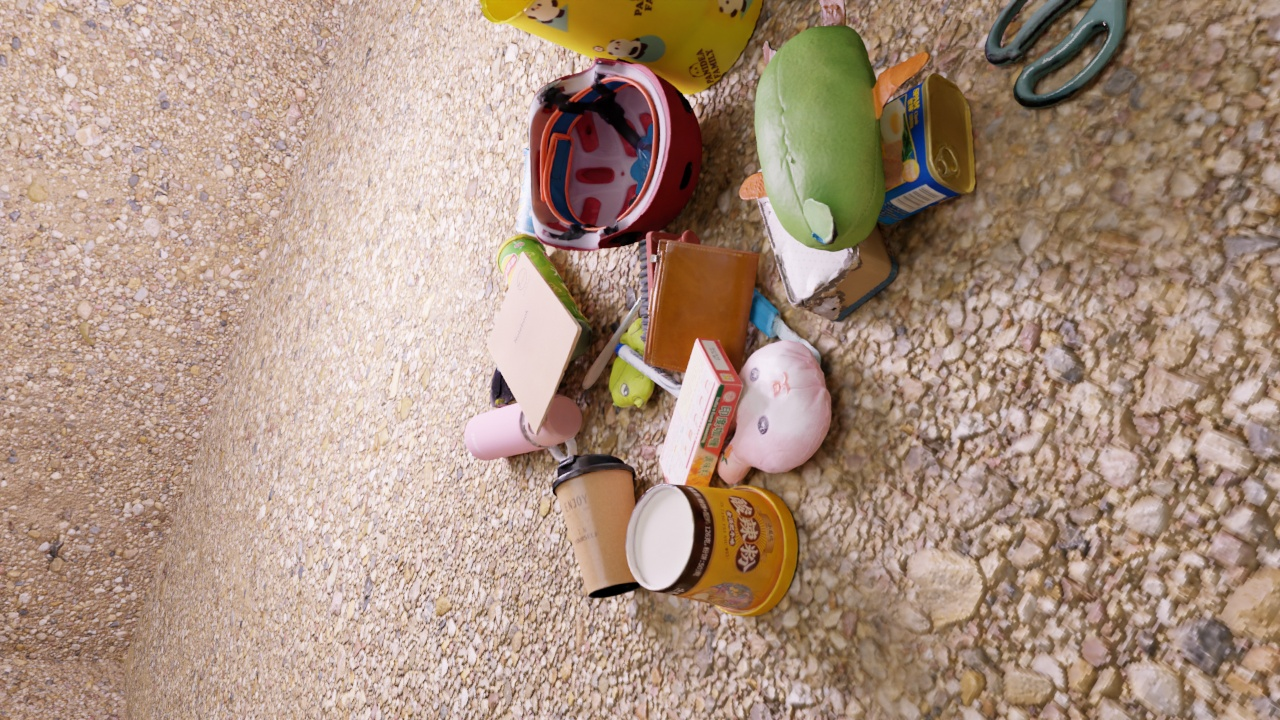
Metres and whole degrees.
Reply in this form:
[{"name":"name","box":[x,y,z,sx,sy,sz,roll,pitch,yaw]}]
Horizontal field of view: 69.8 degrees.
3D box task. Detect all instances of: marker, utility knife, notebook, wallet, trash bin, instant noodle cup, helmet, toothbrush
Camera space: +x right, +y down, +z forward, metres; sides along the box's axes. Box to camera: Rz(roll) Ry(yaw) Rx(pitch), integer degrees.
[{"name":"marker","box":[0.022,0.018,0.981,0.146,0.016,0.017,35,106,40]},{"name":"utility knife","box":[0.117,-0.049,0.905,0.218,0.018,0.034,51,130,49]},{"name":"notebook","box":[-0.136,-0.026,1.127,0.207,0.008,0.148,52,125,49]},{"name":"wallet","box":[0.051,-0.052,0.916,0.119,0.035,0.131,13,102,25]},{"name":"trash bin","box":[-0.014,-0.433,1.026,0.230,0.255,0.229,-25,57,47]},{"name":"instant noodle cup","box":[-0.123,-0.222,1.244,0.099,0.099,0.110,34,113,54]},{"name":"instant noodle cup","box":[0.059,0.163,0.819,0.119,0.114,0.118,-26,56,46]},{"name":"helmet","box":[-0.012,-0.228,1.043,0.241,0.143,0.207,-4,89,44]},{"name":"toothbrush","box":[-0.024,-0.037,1.096,0.180,0.016,0.016,-57,31,22]}]

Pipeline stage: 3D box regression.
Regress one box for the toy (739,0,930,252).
[{"name":"toy","box":[0.149,-0.198,0.766,0.228,0.090,0.246,-35,53,57]}]

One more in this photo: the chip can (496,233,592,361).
[{"name":"chip can","box":[-0.128,-0.083,1.207,0.073,0.072,0.221,-57,39,22]}]

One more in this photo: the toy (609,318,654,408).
[{"name":"toy","box":[-0.006,0.006,1.041,0.100,0.031,0.096,-60,37,11]}]

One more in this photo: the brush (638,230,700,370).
[{"name":"brush","box":[0.036,-0.062,0.971,0.069,0.063,0.145,-4,85,54]}]

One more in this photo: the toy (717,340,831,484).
[{"name":"toy","box":[0.113,0.053,0.845,0.160,0.054,0.121,-44,44,47]}]

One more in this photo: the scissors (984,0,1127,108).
[{"name":"scissors","box":[0.336,-0.283,0.696,0.180,0.019,0.143,-55,39,28]}]

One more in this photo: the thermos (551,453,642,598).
[{"name":"thermos","box":[-0.041,0.175,0.978,0.093,0.093,0.143,-36,57,41]}]

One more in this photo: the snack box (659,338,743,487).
[{"name":"snack box","box":[0.055,0.064,0.889,0.077,0.027,0.156,-111,30,-52]}]

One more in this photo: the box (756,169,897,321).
[{"name":"box","box":[0.163,-0.130,0.840,0.090,0.061,0.184,-38,46,39]}]

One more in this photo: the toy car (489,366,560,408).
[{"name":"toy car","box":[-0.155,0.024,1.226,0.158,0.042,0.070,-15,65,49]}]

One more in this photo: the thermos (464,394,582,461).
[{"name":"thermos","box":[-0.148,0.096,1.179,0.199,0.067,0.087,-15,97,49]}]

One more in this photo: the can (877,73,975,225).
[{"name":"can","box":[0.227,-0.174,0.771,0.083,0.057,0.102,-21,60,51]}]
